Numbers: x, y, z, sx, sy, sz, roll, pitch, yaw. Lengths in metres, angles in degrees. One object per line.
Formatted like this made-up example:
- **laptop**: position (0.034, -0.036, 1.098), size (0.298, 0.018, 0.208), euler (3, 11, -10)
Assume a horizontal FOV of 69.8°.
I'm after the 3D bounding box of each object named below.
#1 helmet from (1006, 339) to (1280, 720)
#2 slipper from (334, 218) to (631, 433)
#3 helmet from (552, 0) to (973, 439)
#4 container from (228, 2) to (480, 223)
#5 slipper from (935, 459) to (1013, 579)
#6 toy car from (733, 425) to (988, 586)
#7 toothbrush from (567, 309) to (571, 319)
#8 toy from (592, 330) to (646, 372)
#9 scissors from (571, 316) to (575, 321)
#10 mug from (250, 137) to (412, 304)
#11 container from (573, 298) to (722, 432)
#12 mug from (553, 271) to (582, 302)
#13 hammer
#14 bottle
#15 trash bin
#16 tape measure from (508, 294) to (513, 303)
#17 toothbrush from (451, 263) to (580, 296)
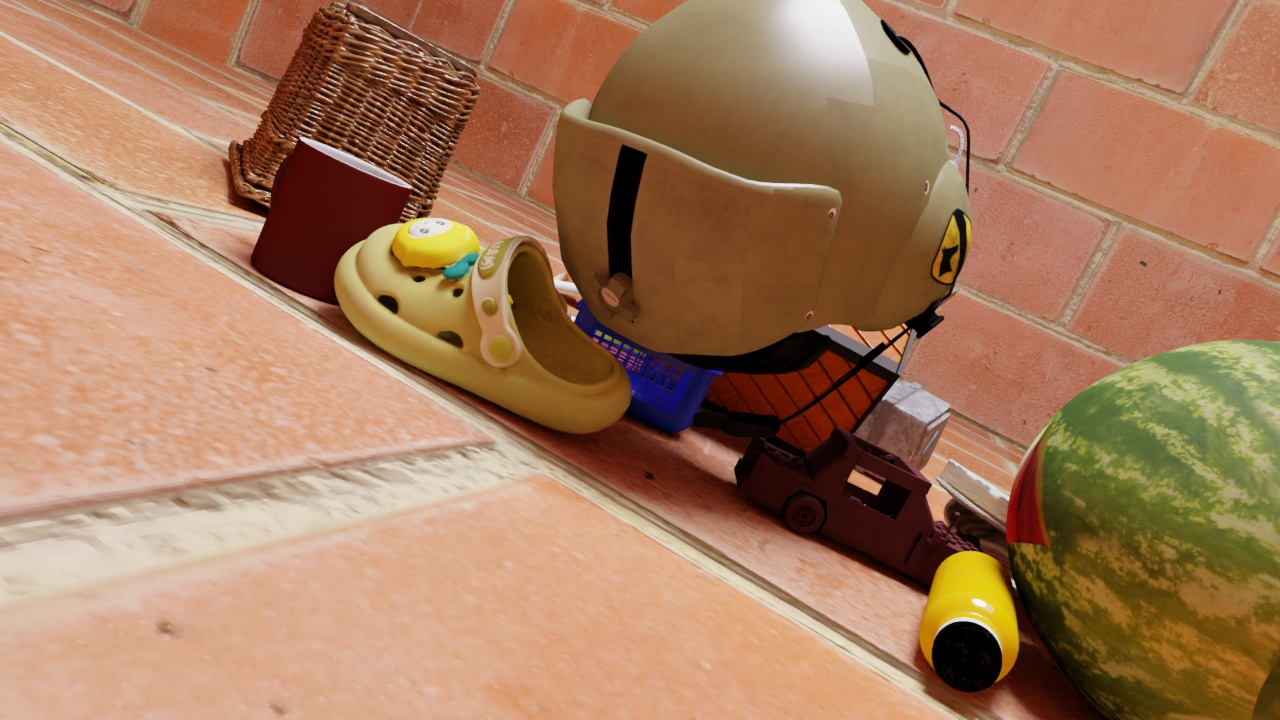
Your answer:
- **helmet**: position (0.311, 0.099, 0.458), size (0.243, 0.213, 0.246), euler (8, 21, -1)
- **slipper**: position (-0.085, -0.030, 0.521), size (0.190, 0.082, 0.091), euler (30, 33, 8)
- **helmet**: position (0.061, -0.094, 0.554), size (0.250, 0.256, 0.232), euler (29, 5, 32)
- **container**: position (-0.261, -0.219, 0.845), size (0.162, 0.183, 0.250), euler (23, 9, -31)
- **slipper**: position (0.295, 0.154, 0.652), size (0.263, 0.052, 0.115), euler (35, 4, -28)
- **toy car**: position (0.147, 0.090, 0.573), size (0.170, 0.062, 0.070), euler (26, 9, -1)
- **toothbrush**: position (-0.077, -0.014, 0.613), size (0.022, 0.015, 0.154), euler (57, 22, -6)
- **toy**: position (-0.004, -0.017, 0.830), size (0.110, 0.051, 0.090), euler (29, 11, 13)
- **scissors**: position (-0.090, -0.047, 0.895), size (0.131, 0.011, 0.125), euler (26, 10, -7)
- **mug**: position (-0.206, -0.094, 0.587), size (0.106, 0.082, 0.073), euler (31, 10, 31)
- **container**: position (-0.004, 0.004, 0.672), size (0.114, 0.058, 0.096), euler (25, 8, -2)
- **mug**: position (-0.050, -0.099, 1.090), size (0.120, 0.096, 0.099), euler (-11, 19, 7)
- **hammer**: position (0.238, -0.056, 0.863), size (0.177, 0.327, 0.079), euler (30, 27, 27)
- **bottle**: position (0.163, 0.128, 0.453), size (0.043, 0.043, 0.143), euler (29, 9, 19)
- **trash bin**: position (0.118, -0.032, 0.754), size (0.172, 0.140, 0.139), euler (29, 49, 4)
- **tape measure**: position (-0.102, -0.040, 0.753), size (0.059, 0.030, 0.068), euler (29, 7, 22)
- **toothbrush**: position (-0.098, -0.074, 0.875), size (0.187, 0.012, 0.017), euler (11, 5, 4)
